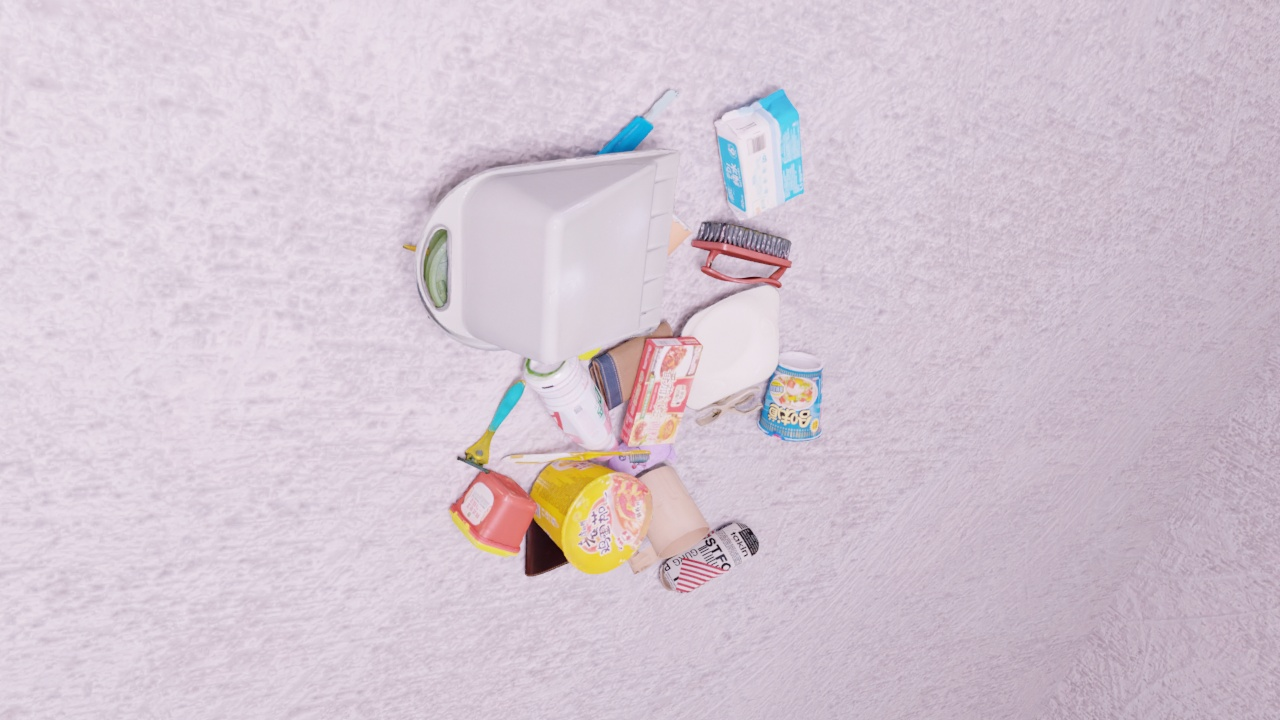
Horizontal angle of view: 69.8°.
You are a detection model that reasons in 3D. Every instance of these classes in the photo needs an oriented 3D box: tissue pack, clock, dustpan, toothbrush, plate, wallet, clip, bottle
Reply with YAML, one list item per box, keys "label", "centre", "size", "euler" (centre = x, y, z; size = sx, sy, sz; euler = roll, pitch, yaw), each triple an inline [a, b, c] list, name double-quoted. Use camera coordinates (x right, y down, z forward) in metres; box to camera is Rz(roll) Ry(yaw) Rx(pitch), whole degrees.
- label: "tissue pack"
  centre: [0.143, -0.243, 1.099]
  size: [0.090, 0.063, 0.140]
  euler: [-27, 130, -16]
- label: "clock"
  centre: [-0.163, -0.110, 0.979]
  size: [0.161, 0.056, 0.116]
  euler: [-26, 131, -19]
- label: "dustpan"
  centre: [-0.097, -0.110, 0.968]
  size: [0.256, 0.143, 0.223]
  euler: [-33, 138, -48]
- label: "toothbrush"
  centre: [-0.081, 0.126, 1.168]
  size: [0.191, 0.018, 0.016]
  euler: [-2, 152, -4]
- label: "plate"
  centre: [0.117, -0.023, 1.248]
  size: [0.164, 0.034, 0.164]
  euler: [-22, 129, -21]
- label: "wallet"
  centre: [-0.116, 0.237, 1.270]
  size: [0.096, 0.020, 0.122]
  euler: [-15, 125, -33]
- label: "clip"
  centre: [0.126, 0.051, 1.307]
  size: [0.104, 0.034, 0.083]
  euler: [-8, 126, -22]
- label: "wallet"
  centre: [-0.007, 0.007, 1.184]
  size: [0.115, 0.033, 0.090]
  euler: [-28, 134, -18]
- label: "bottle"
  centre: [-0.079, 0.059, 1.146]
  size: [0.068, 0.068, 0.197]
  euler: [-37, 137, -9]

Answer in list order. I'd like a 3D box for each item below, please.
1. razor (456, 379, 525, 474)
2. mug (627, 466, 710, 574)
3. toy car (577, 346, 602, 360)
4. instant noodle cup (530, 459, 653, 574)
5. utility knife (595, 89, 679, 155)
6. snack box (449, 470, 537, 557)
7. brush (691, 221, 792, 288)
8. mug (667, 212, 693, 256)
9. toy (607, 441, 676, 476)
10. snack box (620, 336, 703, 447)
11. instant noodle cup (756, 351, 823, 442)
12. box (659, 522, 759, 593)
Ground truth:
- label: "razor"
  centre: [-0.174, 0.076, 1.115]
  size: [0.043, 0.028, 0.133]
  euler: [29, 105, -11]
- label: "mug"
  centre: [0.020, 0.223, 1.287]
  size: [0.125, 0.103, 0.084]
  euler: [-33, 155, 4]
- label: "toy car"
  centre: [-0.067, -0.043, 1.108]
  size: [0.048, 0.032, 0.105]
  euler: [-20, 130, -24]
- label: "instant noodle cup"
  centre: [-0.071, 0.193, 1.194]
  size: [0.137, 0.110, 0.138]
  euler: [-13, 112, -34]
- label: "utility knife"
  centre: [-0.025, -0.234, 1.019]
  size: [0.191, 0.018, 0.034]
  euler: [-45, 146, -2]
- label: "snack box"
  centre: [-0.182, 0.188, 1.144]
  size: [0.082, 0.091, 0.080]
  euler: [29, 94, -44]
- label: "brush"
  centre: [0.136, -0.131, 1.168]
  size: [0.145, 0.063, 0.069]
  euler: [7, 95, -39]
- label: "mug"
  centre: [-0.007, -0.128, 1.067]
  size: [0.123, 0.078, 0.078]
  euler: [-50, 134, 10]
- label: "toy"
  centre: [0.002, 0.129, 1.266]
  size: [0.107, 0.039, 0.084]
  euler: [-26, 130, -21]
- label: "snack box"
  centre: [0.027, 0.041, 1.190]
  size: [0.075, 0.025, 0.153]
  euler: [-2, 121, -31]
- label: "instant noodle cup"
  centre: [0.225, 0.049, 1.337]
  size: [0.099, 0.099, 0.110]
  euler: [-9, 116, -31]
- label: "box"
  centre: [0.105, 0.315, 1.452]
  size: [0.162, 0.076, 0.088]
  euler: [-28, 157, -18]
